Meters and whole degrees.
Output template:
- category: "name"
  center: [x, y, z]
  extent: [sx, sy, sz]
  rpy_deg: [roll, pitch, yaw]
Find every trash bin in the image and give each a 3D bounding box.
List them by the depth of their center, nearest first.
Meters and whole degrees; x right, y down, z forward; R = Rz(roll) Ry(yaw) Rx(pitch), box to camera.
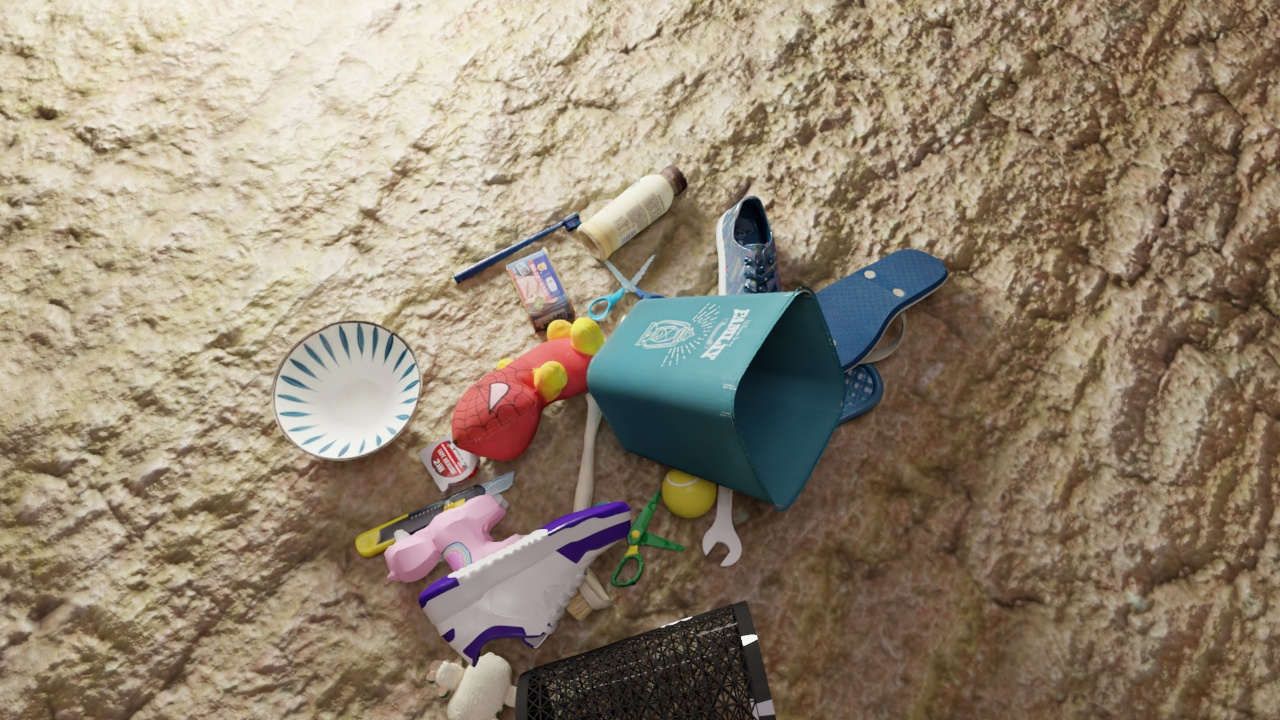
- category: "trash bin"
  center: [0.011, 0.378, 0.935]
  extent: [0.243, 0.217, 0.216]
  rpy_deg: [-11, 69, 1]
- category: "trash bin"
  center: [0.081, 0.031, 1.034]
  extent: [0.219, 0.199, 0.196]
  rpy_deg: [8, 48, 39]

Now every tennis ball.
- category: "tennis ball"
  center: [0.058, 0.154, 1.090]
  extent: [0.065, 0.065, 0.065]
  rpy_deg: [0, 69, -1]

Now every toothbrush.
- category: "toothbrush"
  center: [-0.163, -0.149, 1.231]
  extent: [0.189, 0.016, 0.017]
  rpy_deg: [-28, 79, -12]

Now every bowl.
- category: "bowl"
  center: [-0.350, 0.045, 1.121]
  extent: [0.177, 0.071, 0.177]
  rpy_deg: [1, 69, -2]

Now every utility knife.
- category: "utility knife"
  center: [-0.242, 0.181, 1.099]
  extent: [0.203, 0.020, 0.028]
  rpy_deg: [-24, 73, -11]

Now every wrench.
- category: "wrench"
  center: [0.108, 0.117, 1.136]
  extent: [0.047, 0.009, 0.273]
  rpy_deg: [6, 69, 1]

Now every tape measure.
- category: "tape measure"
  center: [-0.232, 0.124, 1.120]
  extent: [0.062, 0.020, 0.060]
  rpy_deg: [-33, 73, -14]

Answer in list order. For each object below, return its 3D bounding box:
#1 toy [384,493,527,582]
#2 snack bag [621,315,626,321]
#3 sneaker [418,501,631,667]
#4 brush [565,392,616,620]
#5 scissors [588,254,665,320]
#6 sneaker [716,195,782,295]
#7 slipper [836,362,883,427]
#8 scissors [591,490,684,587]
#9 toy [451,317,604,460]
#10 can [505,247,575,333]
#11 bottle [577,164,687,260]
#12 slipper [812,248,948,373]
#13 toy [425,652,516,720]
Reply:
- category: "toy"
  center: [-0.210, 0.222, 1.059]
  extent: [0.157, 0.067, 0.123]
  rpy_deg: [-33, 75, -8]
- category: "snack bag"
  center: [-0.007, 0.007, 1.162]
  extent: [0.077, 0.036, 0.115]
  rpy_deg: [20, 69, 6]
- category: "sneaker"
  center: [-0.105, 0.244, 0.984]
  extent: [0.244, 0.092, 0.111]
  rpy_deg: [-26, 89, -7]
- category: "brush"
  center: [-0.064, 0.167, 1.083]
  extent: [0.077, 0.062, 0.271]
  rpy_deg: [-1, 69, 5]
- category: "scissors"
  center: [-0.010, -0.091, 1.215]
  extent: [0.133, 0.014, 0.127]
  rpy_deg: [29, 67, 14]
- category: "sneaker"
  center: [0.144, -0.106, 1.184]
  extent: [0.087, 0.079, 0.235]
  rpy_deg: [-4, 68, -9]
- category: "slipper"
  center: [0.205, 0.048, 1.139]
  extent: [0.213, 0.059, 0.103]
  rpy_deg: [-22, 70, -13]
- category: "scissors"
  center: [-0.010, 0.208, 1.098]
  extent: [0.131, 0.011, 0.125]
  rpy_deg: [27, 72, 9]
- category: "toy"
  center: [-0.135, 0.038, 1.105]
  extent: [0.216, 0.148, 0.099]
  rpy_deg: [-43, 101, -18]
- category: "can"
  center: [-0.130, -0.090, 1.189]
  extent: [0.059, 0.054, 0.099]
  rpy_deg: [-23, 71, -8]
- category: "bottle"
  center: [-0.008, -0.202, 1.233]
  extent: [0.162, 0.057, 0.056]
  rpy_deg: [-40, 75, -15]
- category: "slipper"
  center: [0.282, -0.056, 1.177]
  extent: [0.294, 0.060, 0.118]
  rpy_deg: [-34, 56, -28]
- category: "toy"
  center: [-0.179, 0.366, 1.011]
  extent: [0.112, 0.050, 0.087]
  rpy_deg: [25, 70, 12]
